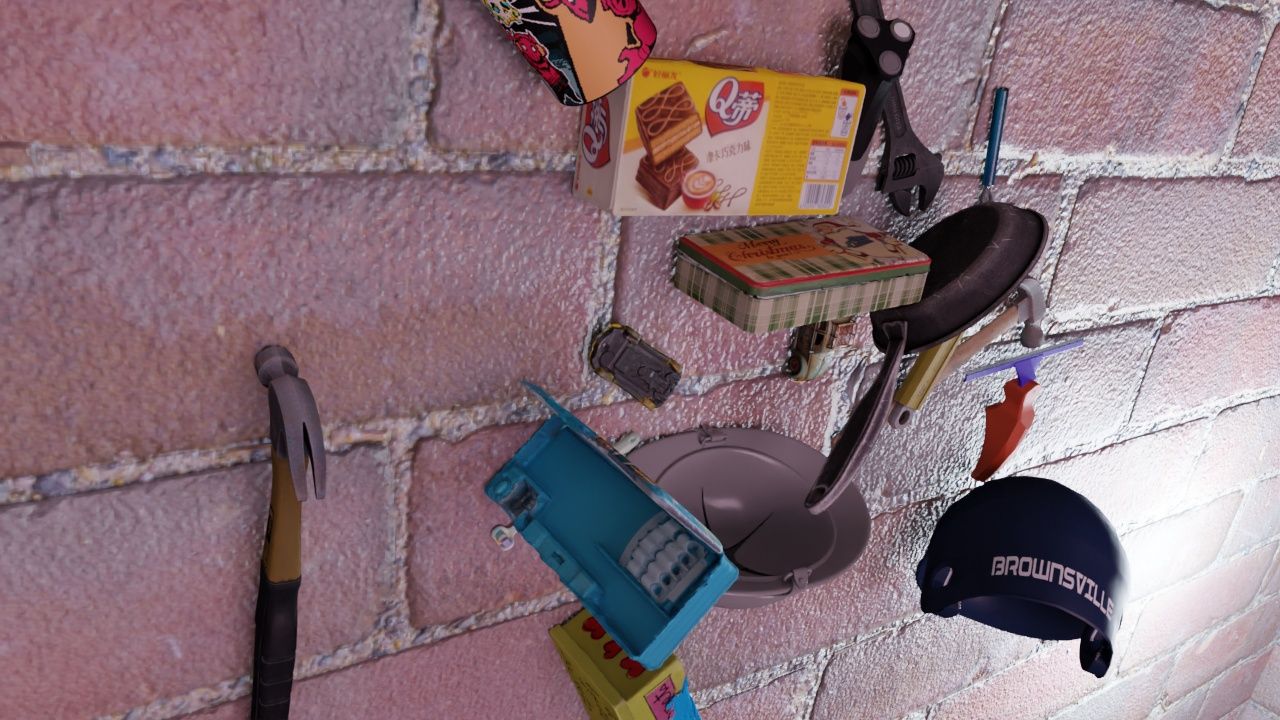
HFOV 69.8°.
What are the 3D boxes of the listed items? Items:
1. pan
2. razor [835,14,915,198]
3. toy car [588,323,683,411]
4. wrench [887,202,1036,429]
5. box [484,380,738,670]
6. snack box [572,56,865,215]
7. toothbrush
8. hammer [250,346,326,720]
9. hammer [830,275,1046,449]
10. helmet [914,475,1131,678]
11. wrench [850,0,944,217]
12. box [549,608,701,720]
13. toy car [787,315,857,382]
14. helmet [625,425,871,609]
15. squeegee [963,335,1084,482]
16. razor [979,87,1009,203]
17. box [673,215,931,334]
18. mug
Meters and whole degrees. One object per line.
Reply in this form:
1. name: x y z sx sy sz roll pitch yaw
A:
1. pan: 0.240 -0.015 0.833 0.055 0.188 0.356 44 72 -15
2. razor: 0.186 -0.212 0.788 0.057 0.060 0.157 1 134 -15
3. toy car: -0.005 0.004 0.773 0.049 0.030 0.107 -53 134 0
4. wrench: 0.340 -0.046 0.979 0.083 0.018 0.273 21 99 -43
5. box: -0.050 0.098 0.655 0.098 0.227 0.121 -46 132 -8
6. snack box: 0.065 -0.173 0.713 0.229 0.062 0.110 -6 116 -34
7. toothbrush: -0.062 0.110 0.795 0.154 0.015 0.022 -36 88 -16
8. hammer: -0.250 0.164 0.634 0.025 0.118 0.334 -3 119 -33
9. hammer: 0.338 0.009 1.037 0.330 0.031 0.119 -32 127 -16
10. helmet: 0.467 0.260 1.133 0.273 0.232 0.222 100 12 -50
11. wrench: 0.222 -0.243 0.820 0.073 0.018 0.273 -33 127 -7
12. box: 0.000 0.339 0.887 0.080 0.124 0.221 -36 130 -20
13. toy car: 0.178 -0.026 0.880 0.047 0.047 0.112 -8 117 -37
14. helmet: 0.076 0.165 0.844 0.270 0.183 0.118 -4 137 -31
15. squeegee: 0.451 0.075 1.126 0.249 0.055 0.185 -12 130 -35
16. razor: 0.364 -0.207 0.943 0.042 0.022 0.144 -20 118 -31
17. box: 0.139 -0.077 0.781 0.205 0.118 0.049 -11 120 -30
18. mug: -0.043 -0.243 0.595 0.098 0.082 0.117 47 54 -41
